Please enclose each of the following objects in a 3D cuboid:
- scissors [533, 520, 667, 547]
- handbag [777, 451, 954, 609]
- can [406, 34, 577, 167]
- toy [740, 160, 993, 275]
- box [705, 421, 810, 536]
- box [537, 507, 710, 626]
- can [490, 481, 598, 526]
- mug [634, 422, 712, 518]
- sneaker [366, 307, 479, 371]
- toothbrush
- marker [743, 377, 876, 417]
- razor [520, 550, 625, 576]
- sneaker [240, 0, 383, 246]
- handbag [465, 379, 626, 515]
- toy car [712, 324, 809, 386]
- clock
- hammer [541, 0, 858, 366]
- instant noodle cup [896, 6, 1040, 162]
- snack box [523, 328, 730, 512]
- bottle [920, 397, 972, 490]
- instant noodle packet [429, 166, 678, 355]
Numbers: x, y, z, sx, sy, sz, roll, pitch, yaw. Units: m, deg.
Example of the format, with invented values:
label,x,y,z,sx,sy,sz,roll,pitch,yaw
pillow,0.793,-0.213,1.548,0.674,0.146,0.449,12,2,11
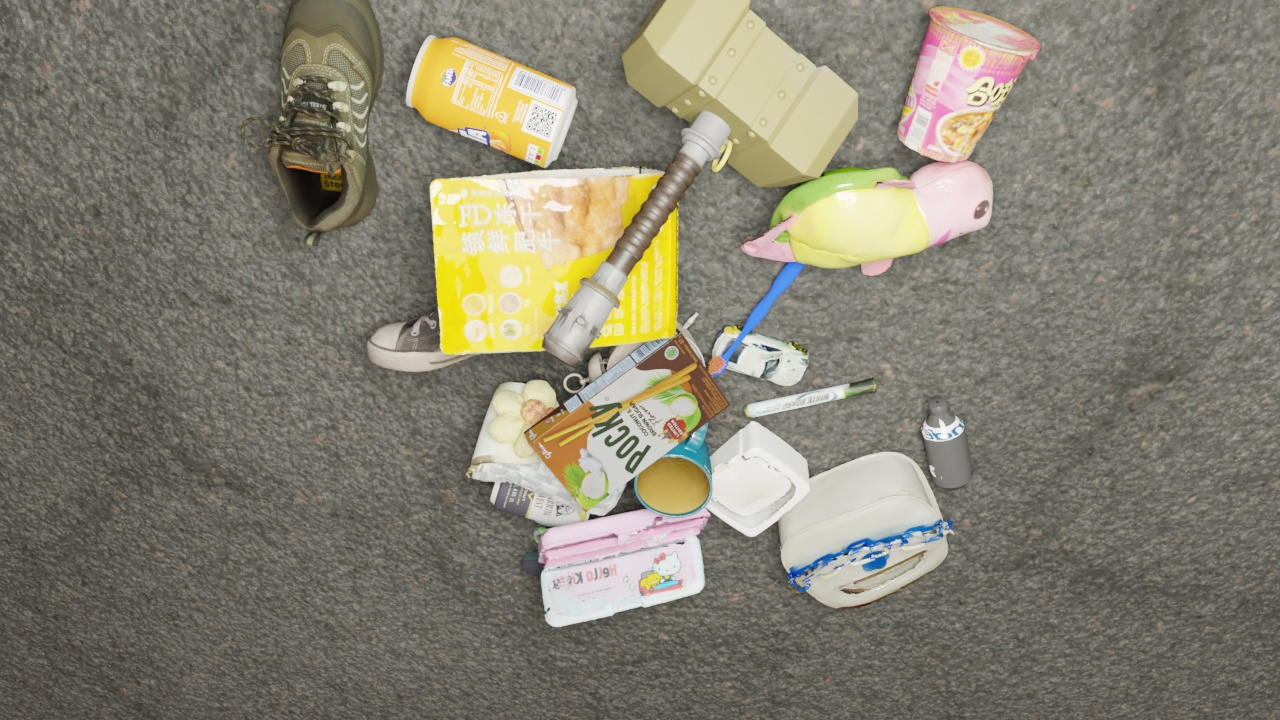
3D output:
label,x,y,z,sx,sy,sz,roll,pitch,yaw
scissors,-0.048,0.219,1.137,0.175,0.032,0.078,13,124,-2
handbag,0.267,0.220,1.073,0.201,0.092,0.199,-28,122,18
can,-0.134,-0.238,0.841,0.142,0.079,0.079,21,119,-8
toy,0.211,-0.134,0.857,0.238,0.087,0.190,-12,156,6
box,0.126,0.140,1.042,0.102,0.076,0.107,37,114,-17
box,-0.021,0.226,1.078,0.201,0.073,0.150,-9,127,-16
can,-0.108,0.158,1.075,0.127,0.064,0.064,17,120,-5
mug,0.044,0.098,1.006,0.084,0.104,0.112,24,116,-9
sneaker,-0.184,-0.068,0.937,0.235,0.095,0.120,-13,116,14
toothbrush,0.125,-0.056,0.942,0.016,0.018,0.183,44,106,26
marker,0.187,0.042,1.013,0.146,0.017,0.017,-13,118,12
razor,-0.076,0.253,1.133,0.143,0.047,0.052,-1,115,7
sneaker,-0.301,-0.215,0.830,0.101,0.142,0.238,8,120,0
handbag,-0.088,0.093,1.004,0.171,0.112,0.124,21,145,-11
toy car,0.129,-0.003,0.984,0.105,0.033,0.048,16,118,-6
clock,-0.006,0.006,0.983,0.157,0.061,0.103,-14,118,3
hammer,0.018,-0.137,0.786,0.190,0.101,0.324,35,86,-15
instant noodle cup,0.278,-0.239,0.806,0.097,0.097,0.109,13,128,-3
snack box,-0.012,0.059,0.934,0.186,0.031,0.101,-36,116,-1
bottle,0.336,0.091,1.013,0.047,0.046,0.112,-15,117,12
instant noodle packet,-0.081,-0.094,0.857,0.221,0.084,0.163,-7,111,-21
